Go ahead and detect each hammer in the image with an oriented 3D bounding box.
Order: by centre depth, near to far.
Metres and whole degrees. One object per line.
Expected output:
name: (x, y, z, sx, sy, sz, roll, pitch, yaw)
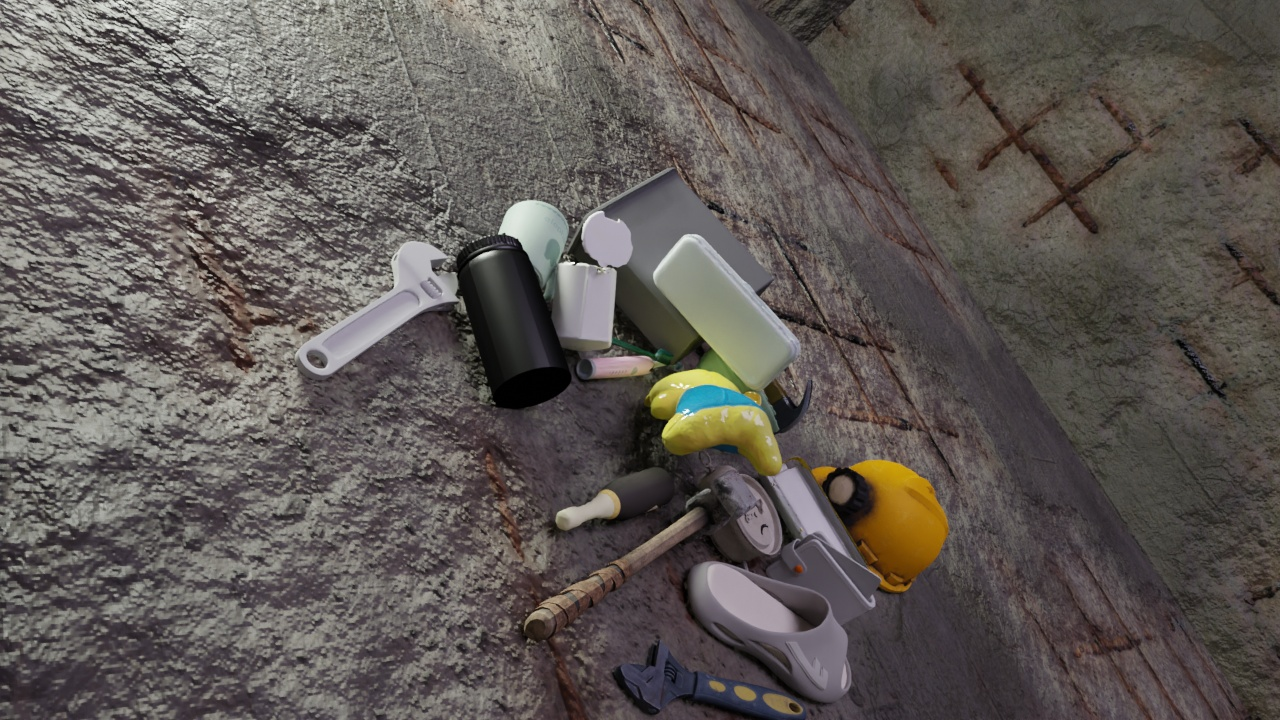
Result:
hammer: (-0.001, 0.200, 0.929, 0.317, 0.122, 0.049, -21, 74, -51)
hammer: (0.146, -0.045, 1.368, 0.025, 0.118, 0.333, 0, 58, -57)

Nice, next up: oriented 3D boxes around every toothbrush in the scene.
toothbrush: (-0.037, -0.030, 1.182, 0.189, 0.017, 0.016, 20, 23, -28)
toothbrush: (-0.007, 0.007, 1.201, 0.026, 0.027, 0.222, 44, 24, 24)

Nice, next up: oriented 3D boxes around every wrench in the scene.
wrench: (-0.264, -0.055, 0.928, 0.086, 0.018, 0.272, 48, 30, -5)
wrench: (0.080, 0.340, 0.939, 0.273, 0.022, 0.073, 28, 36, -34)

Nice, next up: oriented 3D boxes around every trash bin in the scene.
trash bin: (0.043, -0.134, 1.280, 0.191, 0.098, 0.220, -36, 80, -35)

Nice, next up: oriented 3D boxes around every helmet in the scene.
helmet: (0.378, 0.226, 1.379, 0.255, 0.132, 0.205, 27, 36, -37)

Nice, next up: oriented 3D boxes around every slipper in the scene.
slipper: (0.170, 0.300, 1.053, 0.266, 0.081, 0.112, 37, 28, -22)

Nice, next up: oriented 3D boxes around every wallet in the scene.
wallet: (0.231, 0.269, 1.136, 0.118, 0.116, 0.037, 51, 29, 2)

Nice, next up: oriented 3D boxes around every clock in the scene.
clock: (0.110, 0.181, 1.130, 0.157, 0.061, 0.103, 59, 29, 0)

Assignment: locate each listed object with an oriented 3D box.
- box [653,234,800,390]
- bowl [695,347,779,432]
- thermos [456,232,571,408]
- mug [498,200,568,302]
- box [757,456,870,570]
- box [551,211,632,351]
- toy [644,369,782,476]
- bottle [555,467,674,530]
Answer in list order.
box: (0.124, -0.071, 1.184, 0.215, 0.106, 0.126, 50, 31, 8)
bowl: (0.121, 0.048, 1.258, 0.151, 0.077, 0.151, 60, 0, -1)
thermos: (-0.146, -0.054, 1.008, 0.086, 0.086, 0.198, 11, 50, -49)
mug: (-0.133, -0.123, 1.135, 0.103, 0.084, 0.111, -79, 153, -43)
box: (0.233, 0.231, 1.251, 0.117, 0.057, 0.210, -4, 60, -54)
box: (-0.061, -0.095, 1.107, 0.083, 0.092, 0.166, 5, 88, -28)
toy: (0.084, 0.061, 1.096, 0.149, 0.084, 0.214, 14, 11, -7)
bottle: (-0.028, 0.152, 0.983, 0.184, 0.045, 0.045, -8, 62, -57)
